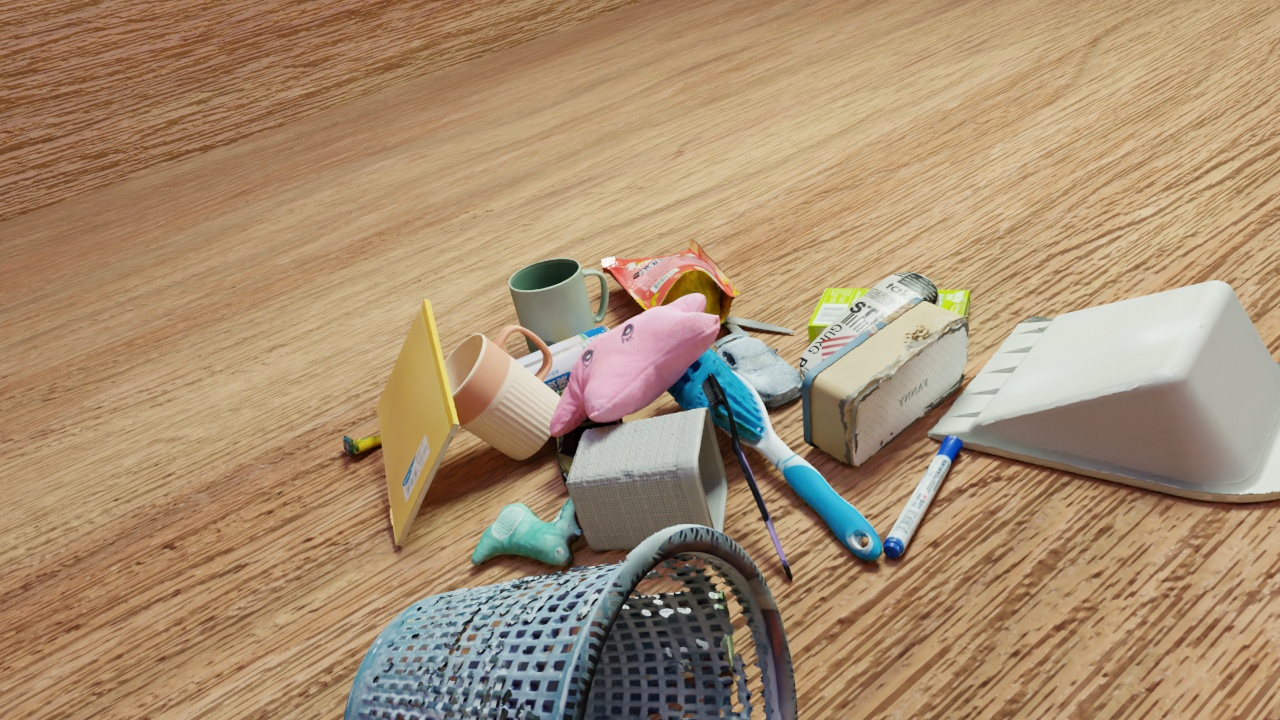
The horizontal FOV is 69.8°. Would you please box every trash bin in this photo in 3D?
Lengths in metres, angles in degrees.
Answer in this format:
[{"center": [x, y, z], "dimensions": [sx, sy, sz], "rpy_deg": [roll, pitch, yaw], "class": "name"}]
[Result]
[{"center": [-0.047, 0.207, 0.511], "dimensions": [0.195, 0.227, 0.225], "rpy_deg": [-8, 28, 34], "class": "trash bin"}]

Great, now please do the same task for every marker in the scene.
[{"center": [0.229, 0.108, 0.740], "dimensions": [0.017, 0.017, 0.145], "rpy_deg": [10, 37, 34], "class": "marker"}]

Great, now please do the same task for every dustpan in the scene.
[{"center": [0.430, 0.041, 0.782], "dimensions": [0.222, 0.142, 0.258], "rpy_deg": [-38, 9, -36], "class": "dustpan"}]

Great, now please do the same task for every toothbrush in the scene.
[{"center": [0.085, 0.091, 0.744], "dimensions": [0.017, 0.014, 0.188], "rpy_deg": [-31, 59, 20], "class": "toothbrush"}]

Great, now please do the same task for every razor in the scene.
[{"center": [-0.258, 0.065, 0.994], "dimensions": [0.132, 0.028, 0.043], "rpy_deg": [-31, 12, -22], "class": "razor"}]

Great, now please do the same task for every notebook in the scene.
[{"center": [-0.217, 0.053, 0.876], "dimensions": [0.010, 0.146, 0.206], "rpy_deg": [15, 27, -30], "class": "notebook"}]

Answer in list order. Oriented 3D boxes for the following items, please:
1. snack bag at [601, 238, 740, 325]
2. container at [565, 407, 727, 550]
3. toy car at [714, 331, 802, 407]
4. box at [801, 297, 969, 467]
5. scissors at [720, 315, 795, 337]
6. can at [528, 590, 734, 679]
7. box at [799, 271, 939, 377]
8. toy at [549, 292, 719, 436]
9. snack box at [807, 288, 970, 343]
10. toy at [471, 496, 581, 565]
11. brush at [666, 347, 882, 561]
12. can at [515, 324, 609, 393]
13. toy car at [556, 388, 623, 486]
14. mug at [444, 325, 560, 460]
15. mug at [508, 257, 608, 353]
[{"center": [0.036, -0.100, 1.102], "dimensions": [0.128, 0.073, 0.208], "rpy_deg": [-15, 24, -10], "class": "snack bag"}, {"center": [0.006, 0.103, 0.769], "dimensions": [0.114, 0.090, 0.090], "rpy_deg": [-8, 29, 15], "class": "container"}, {"center": [0.118, 0.008, 0.936], "dimensions": [0.054, 0.037, 0.120], "rpy_deg": [-21, 33, -14], "class": "toy car"}, {"center": [0.217, 0.021, 0.821], "dimensions": [0.183, 0.090, 0.060], "rpy_deg": [-28, 40, -27], "class": "box"}, {"center": [0.096, -0.048, 1.066], "dimensions": [0.178, 0.014, 0.159], "rpy_deg": [-2, 33, 15], "class": "scissors"}, {"center": [-0.010, 0.196, 0.642], "dimensions": [0.147, 0.058, 0.058], "rpy_deg": [-8, 30, 8], "class": "can"}, {"center": [0.227, -0.031, 0.913], "dimensions": [0.164, 0.056, 0.070], "rpy_deg": [-42, 62, -12], "class": "box"}, {"center": [-0.005, 0.005, 0.830], "dimensions": [0.195, 0.074, 0.178], "rpy_deg": [-32, 14, 29], "class": "toy"}, {"center": [0.265, -0.047, 0.979], "dimensions": [0.157, 0.026, 0.085], "rpy_deg": [2, 34, 25], "class": "snack box"}, {"center": [-0.087, 0.146, 0.785], "dimensions": [0.092, 0.030, 0.096], "rpy_deg": [11, 51, 30], "class": "toy"}, {"center": [0.102, 0.064, 0.807], "dimensions": [0.060, 0.109, 0.314], "rpy_deg": [-51, 25, 8], "class": "brush"}, {"center": [-0.091, 0.010, 0.997], "dimensions": [0.134, 0.053, 0.053], "rpy_deg": [-23, 31, -17], "class": "can"}, {"center": [-0.049, 0.069, 0.895], "dimensions": [0.070, 0.042, 0.158], "rpy_deg": [-14, 32, -1], "class": "toy car"}, {"center": [-0.131, 0.025, 0.894], "dimensions": [0.114, 0.106, 0.082], "rpy_deg": [-57, 29, -11], "class": "mug"}, {"center": [-0.086, -0.058, 1.056], "dimensions": [0.111, 0.106, 0.082], "rpy_deg": [-25, 31, -19], "class": "mug"}]
